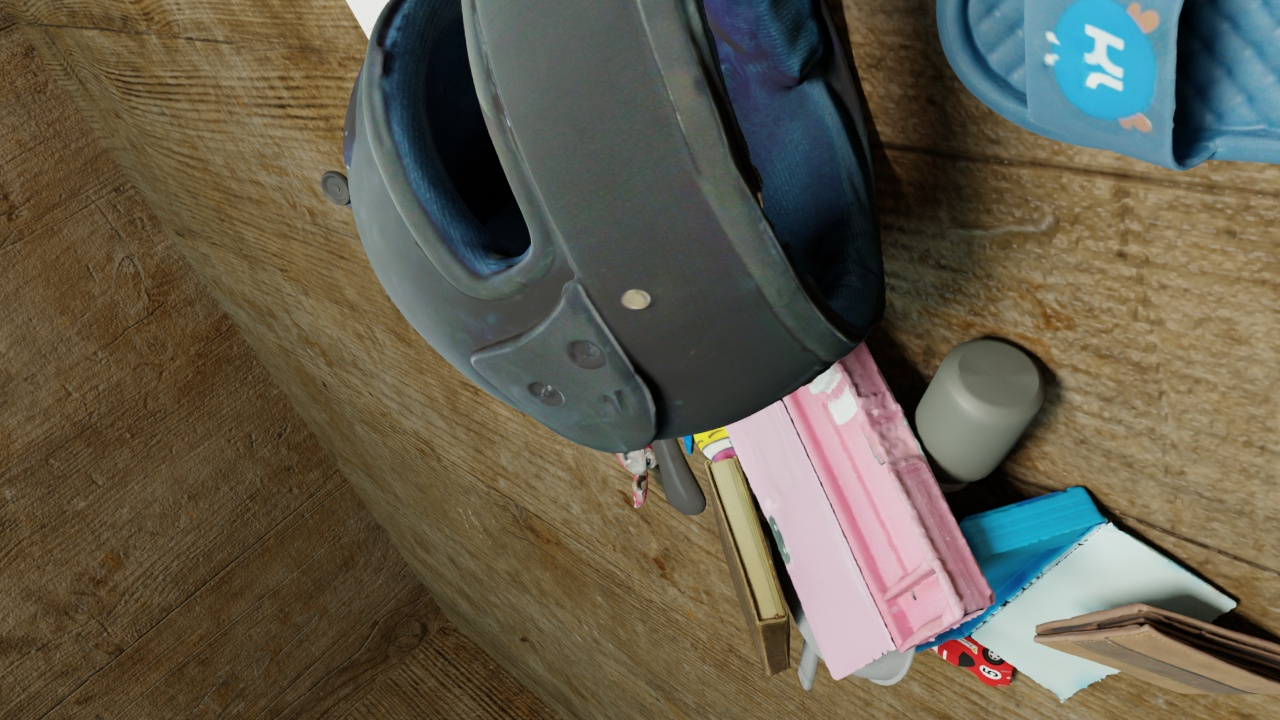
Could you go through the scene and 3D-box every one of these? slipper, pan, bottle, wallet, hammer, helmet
[{"bbox_3d":[0.207,-0.110,0.342,0.214,0.059,0.104,26,149,35],"label":"slipper"},{"bbox_3d":[0.150,0.207,0.780,0.357,0.050,0.200,94,160,-48],"label":"pan"},{"bbox_3d":[0.199,0.038,0.560,0.060,0.060,0.109,37,153,21],"label":"bottle"},{"bbox_3d":[0.321,0.179,0.559,0.121,0.026,0.099,19,155,-8],"label":"wallet"},{"bbox_3d":[-0.005,0.005,0.801,0.125,0.029,0.311,-3,117,44],"label":"hammer"},{"bbox_3d":[-0.026,-0.095,0.457,0.236,0.248,0.316,-8,146,27],"label":"helmet"}]

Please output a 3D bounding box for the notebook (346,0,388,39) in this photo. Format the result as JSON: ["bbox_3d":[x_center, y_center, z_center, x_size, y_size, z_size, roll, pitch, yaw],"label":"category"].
[{"bbox_3d":[-0.204,-0.341,0.708,0.246,0.013,0.178,9,134,53],"label":"notebook"}]

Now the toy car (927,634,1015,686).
[{"bbox_3d":[0.272,0.246,0.782,0.089,0.025,0.038,29,149,34],"label":"toy car"}]

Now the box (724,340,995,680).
[{"bbox_3d":[0.133,0.084,0.626,0.179,0.039,0.232,118,136,-56],"label":"box"}]

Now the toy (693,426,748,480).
[{"bbox_3d":[0.086,0.071,0.806,0.094,0.041,0.096,43,157,-1],"label":"toy"}]

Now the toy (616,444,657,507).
[{"bbox_3d":[-0.003,0.106,0.991,0.065,0.050,0.102,-143,38,-71],"label":"toy"}]

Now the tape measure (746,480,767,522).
[{"bbox_3d":[0.101,0.123,0.873,0.065,0.016,0.064,26,154,37],"label":"tape measure"}]

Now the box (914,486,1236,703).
[{"bbox_3d":[0.268,0.167,0.652,0.170,0.071,0.244,11,147,3],"label":"box"}]

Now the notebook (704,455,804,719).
[{"bbox_3d":[0.105,0.207,0.813,0.216,0.034,0.190,73,180,-61],"label":"notebook"}]

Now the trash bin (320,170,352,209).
[{"bbox_3d":[-0.172,-0.181,0.733,0.092,0.093,0.161,39,130,-2],"label":"trash bin"}]

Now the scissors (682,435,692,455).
[{"bbox_3d":[0.044,0.055,0.883,0.125,0.015,0.127,43,158,-2],"label":"scissors"}]
